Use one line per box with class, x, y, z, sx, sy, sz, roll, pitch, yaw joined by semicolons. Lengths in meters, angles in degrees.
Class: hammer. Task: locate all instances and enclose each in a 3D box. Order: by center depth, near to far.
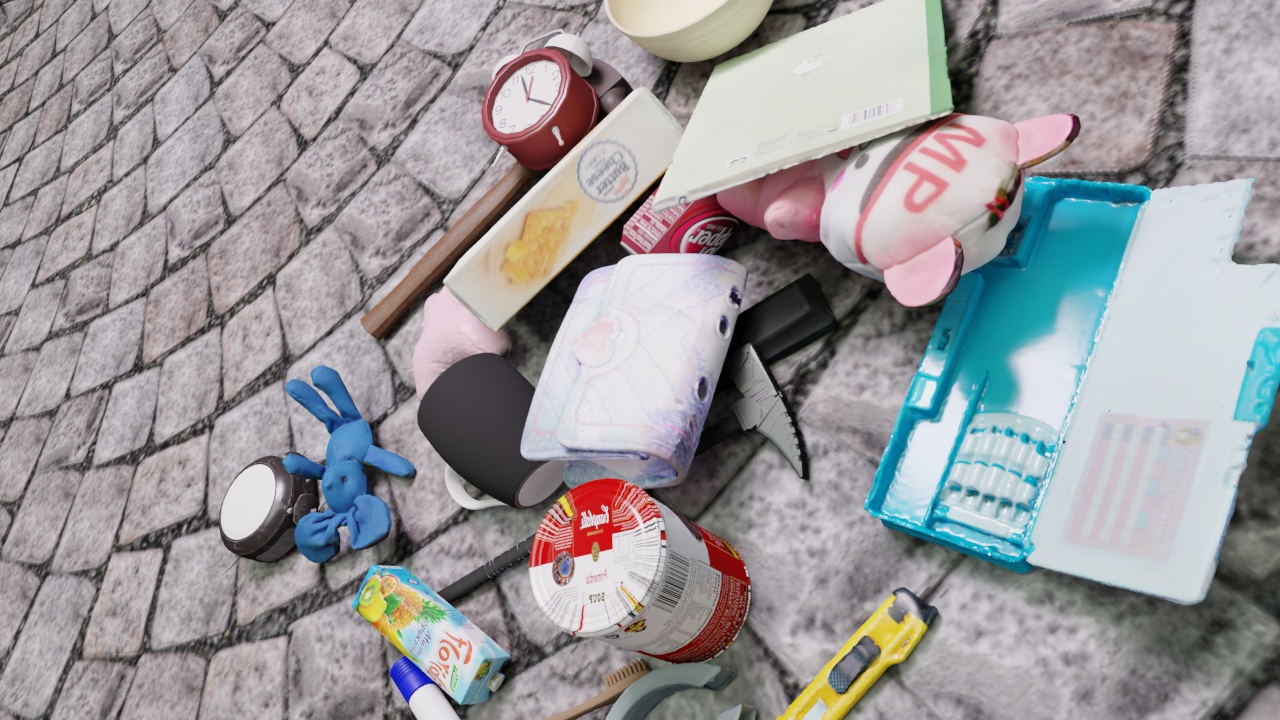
hammer;-0.035;0.112;0.637;0.325;0.015;0.095;-33;65;18
hammer;-0.135;-0.141;0.827;0.323;0.033;0.115;-45;52;7

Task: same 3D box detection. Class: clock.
clock;-0.087;-0.224;0.784;0.096;0.048;0.137;-12;65;26
clock;-0.325;0.126;0.803;0.123;0.043;0.091;-36;52;13

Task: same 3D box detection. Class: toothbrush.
toothbrush;-0.067;0.233;0.580;0.167;0.016;0.016;-29;49;3

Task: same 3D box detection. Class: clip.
clip;-0.011;0.230;0.557;0.163;0.028;0.107;-42;49;7

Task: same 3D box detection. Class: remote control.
remote control;0.060;-0.007;0.635;0.150;0.022;0.047;-32;53;16

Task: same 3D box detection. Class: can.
can;0.002;0.127;0.542;0.087;0.116;0.086;-15;59;26
can;0.042;-0.112;0.674;0.114;0.063;0.063;-48;50;3

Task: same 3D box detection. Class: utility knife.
utility knife;0.103;0.192;0.511;0.163;0.017;0.030;-51;41;4

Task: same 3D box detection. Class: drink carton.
drink carton;-0.149;0.192;0.649;0.129;0.038;0.044;28;91;31

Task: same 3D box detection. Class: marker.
marker;-0.129;0.253;0.624;0.027;0.023;0.133;-38;48;-17

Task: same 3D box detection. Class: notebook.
notebook;0.114;-0.186;0.620;0.182;0.010;0.251;-15;31;25

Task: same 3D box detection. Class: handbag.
handbag;-0.004;0.003;0.609;0.127;0.069;0.158;-9;50;41

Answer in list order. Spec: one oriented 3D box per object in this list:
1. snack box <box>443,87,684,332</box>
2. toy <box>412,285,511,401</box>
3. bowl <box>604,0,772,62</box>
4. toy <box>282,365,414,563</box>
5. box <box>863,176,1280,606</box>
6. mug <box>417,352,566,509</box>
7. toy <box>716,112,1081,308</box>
snack box;-0.057;-0.119;0.715;0.208;0.057;0.104;-43;14;8
toy;-0.154;-0.021;0.761;0.099;0.052;0.095;-32;60;22
bowl;0.053;-0.305;0.760;0.151;0.075;0.150;-15;59;26
toy;-0.252;0.091;0.759;0.113;0.071;0.176;-31;61;17
box;0.239;0.005;0.492;0.185;0.056;0.226;12;73;48
mug;-0.107;0.070;0.677;0.100;0.084;0.119;42;123;27
toy;0.146;-0.106;0.560;0.141;0.084;0.213;-40;30;-12
